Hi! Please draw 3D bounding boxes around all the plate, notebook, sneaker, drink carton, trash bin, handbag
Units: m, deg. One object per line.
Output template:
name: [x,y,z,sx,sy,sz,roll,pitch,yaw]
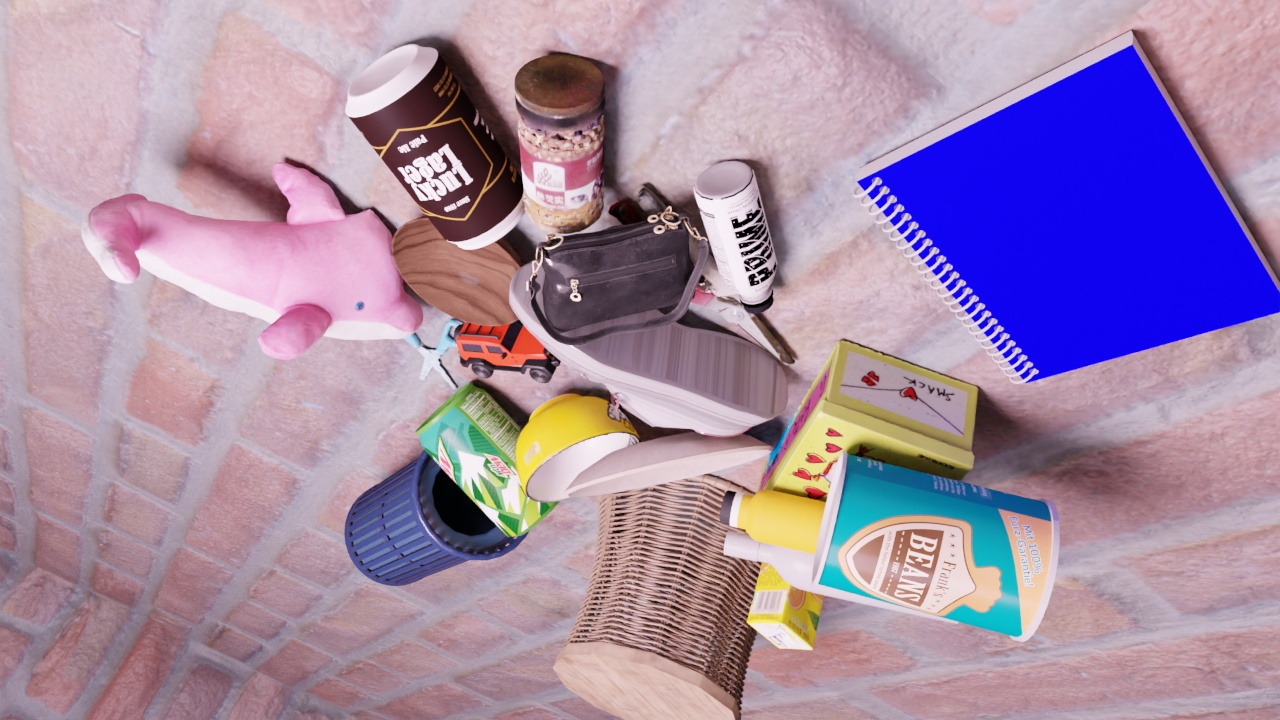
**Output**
plate: [0.023,0.088,0.816,0.188,0.027,0.189,-12,168,-3]
notebook: [0.256,-0.073,0.558,0.172,0.022,0.209,-23,125,42]
sneaker: [-0.004,0.004,0.727,0.236,0.099,0.090,25,139,-14]
drink carton: [0.146,0.198,0.868,0.043,0.134,0.058,-14,134,42]
trash bin: [-0.236,0.175,1.035,0.139,0.139,0.250,36,144,-19]
handbag: [-0.015,-0.062,0.630,0.128,0.054,0.079,-13,142,-4]

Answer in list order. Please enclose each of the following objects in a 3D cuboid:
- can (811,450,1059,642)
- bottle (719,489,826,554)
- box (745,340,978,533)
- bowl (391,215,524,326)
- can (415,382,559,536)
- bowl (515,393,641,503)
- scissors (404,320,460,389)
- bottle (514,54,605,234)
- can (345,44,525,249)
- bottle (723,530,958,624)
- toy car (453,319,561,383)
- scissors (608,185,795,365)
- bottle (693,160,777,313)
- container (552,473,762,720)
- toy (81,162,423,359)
can: [0.203,0.129,0.648,0.144,0.099,0.099,13,144,10]
bottle: [0.137,0.133,0.739,0.144,0.043,0.043,10,143,16]
box: [0.176,0.090,0.763,0.124,0.079,0.222,21,143,1]
bowl: [-0.139,-0.080,0.742,0.119,0.032,0.119,14,144,10]
can: [-0.147,0.098,0.911,0.144,0.082,0.083,48,139,-10]
bowl: [-0.066,0.074,0.858,0.117,0.067,0.117,-22,152,-13]
scissors: [-0.194,-0.013,0.880,0.118,0.015,0.139,1,146,28]
bottle: [-0.051,-0.139,0.600,0.056,0.056,0.105,15,144,9]
can: [-0.136,-0.143,0.624,0.072,0.071,0.128,-5,137,32]
bottle: [0.168,0.173,0.770,0.195,0.052,0.052,9,143,16]
toy car: [-0.113,-0.015,0.795,0.100,0.051,0.049,4,143,23]
scissors: [0.049,-0.055,0.692,0.140,0.015,0.189,6,141,19]
bottle: [0.070,-0.079,0.628,0.041,0.041,0.116,3,140,25]
container: [0.033,0.254,0.944,0.227,0.195,0.227,14,144,10]
toy: [-0.293,-0.092,0.739,0.265,0.186,0.128,15,111,-29]
